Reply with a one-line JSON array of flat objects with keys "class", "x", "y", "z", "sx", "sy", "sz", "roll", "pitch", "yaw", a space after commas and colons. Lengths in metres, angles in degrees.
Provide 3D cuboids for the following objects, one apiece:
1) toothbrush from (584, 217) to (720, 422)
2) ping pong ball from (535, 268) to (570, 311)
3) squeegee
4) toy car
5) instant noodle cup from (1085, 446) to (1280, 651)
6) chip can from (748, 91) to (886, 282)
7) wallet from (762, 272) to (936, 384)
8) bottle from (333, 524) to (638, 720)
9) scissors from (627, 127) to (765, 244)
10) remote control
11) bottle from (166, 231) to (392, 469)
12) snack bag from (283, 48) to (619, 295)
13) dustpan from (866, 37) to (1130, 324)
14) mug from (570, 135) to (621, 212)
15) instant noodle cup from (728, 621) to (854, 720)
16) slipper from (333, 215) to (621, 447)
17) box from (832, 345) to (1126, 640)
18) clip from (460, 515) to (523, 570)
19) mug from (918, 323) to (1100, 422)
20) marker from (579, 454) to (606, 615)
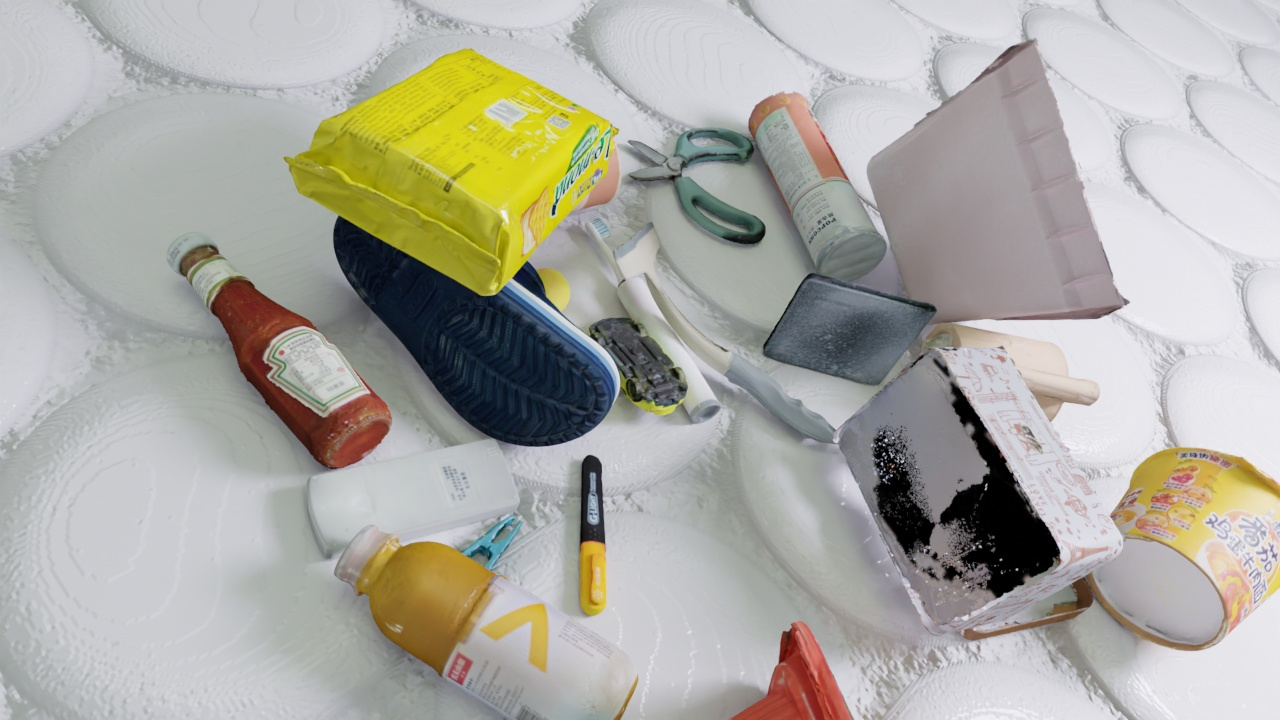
[{"class": "toothbrush", "x": 0.004, "y": -0.042, "z": 0.783, "sx": 0.026, "sy": 0.027, "sz": 0.221, "roll": -23, "pitch": 62, "yaw": -14}, {"class": "ping pong ball", "x": -0.078, "y": -0.056, "z": 0.752, "sx": 0.040, "sy": 0.040, "sz": 0.040, "roll": 11, "pitch": 50, "yaw": -13}, {"class": "squeegee", "x": 0.072, "y": -0.007, "z": 0.757, "sx": 0.246, "sy": 0.039, "sz": 0.246, "roll": 43, "pitch": 14, "yaw": -5}, {"class": "toy car", "x": -0.004, "y": 0.004, "z": 0.740, "sx": 0.048, "sy": 0.032, "sz": 0.105, "roll": -15, "pitch": 48, "yaw": -30}, {"class": "instant noodle cup", "x": 0.433, "y": 0.154, "z": 0.730, "sx": 0.109, "sy": 0.138, "sz": 0.138, "roll": -31, "pitch": 68, "yaw": -29}, {"class": "chip can", "x": 0.175, "y": -0.181, "z": 0.935, "sx": 0.071, "sy": 0.071, "sz": 0.214, "roll": -2, "pitch": 53, "yaw": -23}, {"class": "wallet", "x": 0.178, "y": -0.026, "z": 0.792, "sx": 0.120, "sy": 0.097, "sz": 0.019, "roll": 13, "pitch": 45, "yaw": -12}, {"class": "bottle", "x": -0.094, "y": 0.162, "z": 0.549, "sx": 0.189, "sy": 0.068, "sz": 0.067, "roll": 31, "pitch": 48, "yaw": 4}, {"class": "scissors", "x": 0.074, "y": -0.178, "z": 0.929, "sx": 0.169, "sy": 0.019, "sz": 0.178, "roll": -20, "pitch": 64, "yaw": -35}, {"class": "remote control", "x": -0.152, "y": 0.091, "z": 0.617, "sx": 0.134, "sy": 0.019, "sz": 0.056, "roll": -11, "pitch": 58, "yaw": -29}, {"class": "bottle", "x": -0.255, "y": -0.013, "z": 0.634, "sx": 0.206, "sy": 0.060, "sz": 0.059, "roll": 43, "pitch": 50, "yaw": 16}, {"class": "snack bag", "x": -0.119, "y": -0.155, "z": 0.673, "sx": 0.158, "sy": 0.068, "sz": 0.245, "roll": 29, "pitch": 39, "yaw": 1}, {"class": "dustpan", "x": 0.323, "y": -0.142, "z": 0.828, "sx": 0.138, "sy": 0.274, "sz": 0.222, "roll": -18, "pitch": 92, "yaw": -30}, {"class": "mug", "x": -0.093, "y": -0.175, "z": 0.825, "sx": 0.105, "sy": 0.082, "sz": 0.114, "roll": -20, "pitch": 36, "yaw": -32}, {"class": "instant noodle cup", "x": 0.098, "y": 0.252, "z": 0.508, "sx": 0.079, "sy": 0.165, "sz": 0.188, "roll": -18, "pitch": 58, "yaw": -6}, {"class": "slipper", "x": -0.120, "y": -0.035, "z": 0.686, "sx": 0.253, "sy": 0.105, "sz": 0.095, "roll": 39, "pitch": 29, "yaw": 9}, {"class": "box", "x": 0.279, "y": 0.102, "z": 0.700, "sx": 0.193, "sy": 0.157, "sz": 0.183, "roll": -1, "pitch": 55, "yaw": -32}, {"class": "clip", "x": -0.100, "y": 0.124, "z": 0.615, "sx": 0.050, "sy": 0.015, "sz": 0.056, "roll": 36, "pitch": 48, "yaw": 12}, {"class": "mug", "x": 0.316, "y": 0.016, "z": 0.804, "sx": 0.103, "sy": 0.125, "sz": 0.084, "roll": 11, "pitch": 92, "yaw": -11}, {"class": "marker", "x": -0.033, "y": 0.119, "z": 0.645, "sx": 0.018, "sy": 0.015, "sz": 0.123, "roll": 12, "pitch": 47, "yaw": -18}]
